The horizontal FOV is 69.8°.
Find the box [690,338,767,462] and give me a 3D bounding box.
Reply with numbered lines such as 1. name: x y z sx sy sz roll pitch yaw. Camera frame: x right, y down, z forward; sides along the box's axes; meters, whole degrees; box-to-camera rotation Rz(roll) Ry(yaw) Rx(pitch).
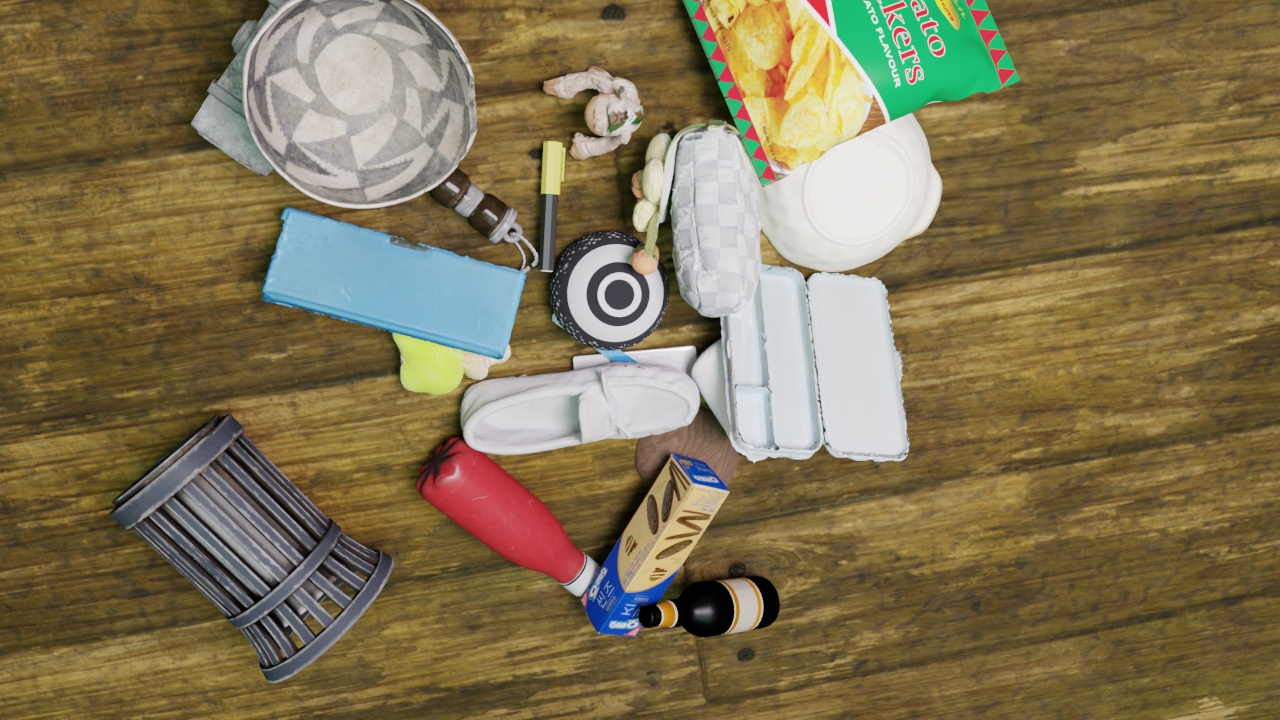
1. box: 0.114 0.042 0.976 0.080 0.150 0.106 -31 69 2

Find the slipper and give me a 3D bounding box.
1. slipper: -0.062 0.051 0.935 0.247 0.074 0.112 -5 136 -1

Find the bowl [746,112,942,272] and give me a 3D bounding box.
1. bowl: 0.207 -0.174 0.906 0.219 0.060 0.189 13 107 -11

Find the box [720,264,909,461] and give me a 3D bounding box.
1. box: 0.171 -0.001 0.913 0.188 0.037 0.208 5 65 -17

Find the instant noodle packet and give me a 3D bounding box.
1. instant noodle packet: 0.188 -0.295 0.831 0.252 0.090 0.195 -23 88 -1

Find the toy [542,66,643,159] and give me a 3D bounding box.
1. toy: -0.032 -0.222 0.841 0.074 0.106 0.085 -23 120 -21

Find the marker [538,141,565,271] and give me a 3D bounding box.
1. marker: -0.086 -0.148 0.889 0.021 0.017 0.124 -3 99 -42

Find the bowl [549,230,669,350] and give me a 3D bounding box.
1. bowl: -0.026 -0.067 0.900 0.120 0.066 0.120 -2 98 -11

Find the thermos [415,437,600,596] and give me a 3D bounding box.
1. thermos: -0.131 0.178 0.985 0.073 0.073 0.240 -41 117 8

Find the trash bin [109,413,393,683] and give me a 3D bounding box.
1. trash bin: -0.387 0.178 0.912 0.164 0.164 0.227 -37 106 7

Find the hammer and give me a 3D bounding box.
1. hammer: -0.220 -0.194 0.846 0.326 0.079 0.177 36 102 -22

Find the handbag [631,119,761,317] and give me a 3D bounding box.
1. handbag: 0.050 -0.125 0.854 0.123 0.112 0.171 -5 92 2

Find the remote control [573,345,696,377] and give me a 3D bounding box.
1. remote control: -0.006 0.006 0.969 0.131 0.012 0.033 -5 102 -5

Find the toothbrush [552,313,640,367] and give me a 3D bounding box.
1. toothbrush: -0.021 -0.002 0.951 0.166 0.014 0.016 35 94 -10

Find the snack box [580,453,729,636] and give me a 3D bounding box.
1. snack box: 0.013 0.201 0.978 0.056 0.057 0.207 18 110 -38

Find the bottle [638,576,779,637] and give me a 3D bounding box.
1. bottle: 0.073 0.273 1.008 0.181 0.059 0.059 6 111 -40

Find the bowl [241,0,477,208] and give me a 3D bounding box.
1. bowl: -0.228 -0.219 0.744 0.178 0.081 0.179 -11 126 -16

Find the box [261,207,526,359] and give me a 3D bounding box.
1. box: -0.233 -0.070 0.881 0.231 0.052 0.093 14 79 -11

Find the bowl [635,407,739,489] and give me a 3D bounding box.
1. bowl: 0.054 0.110 1.005 0.118 0.030 0.118 -2 110 -6

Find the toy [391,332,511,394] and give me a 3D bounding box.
1. toy: -0.189 -0.012 0.925 0.115 0.046 0.092 -10 112 -11
